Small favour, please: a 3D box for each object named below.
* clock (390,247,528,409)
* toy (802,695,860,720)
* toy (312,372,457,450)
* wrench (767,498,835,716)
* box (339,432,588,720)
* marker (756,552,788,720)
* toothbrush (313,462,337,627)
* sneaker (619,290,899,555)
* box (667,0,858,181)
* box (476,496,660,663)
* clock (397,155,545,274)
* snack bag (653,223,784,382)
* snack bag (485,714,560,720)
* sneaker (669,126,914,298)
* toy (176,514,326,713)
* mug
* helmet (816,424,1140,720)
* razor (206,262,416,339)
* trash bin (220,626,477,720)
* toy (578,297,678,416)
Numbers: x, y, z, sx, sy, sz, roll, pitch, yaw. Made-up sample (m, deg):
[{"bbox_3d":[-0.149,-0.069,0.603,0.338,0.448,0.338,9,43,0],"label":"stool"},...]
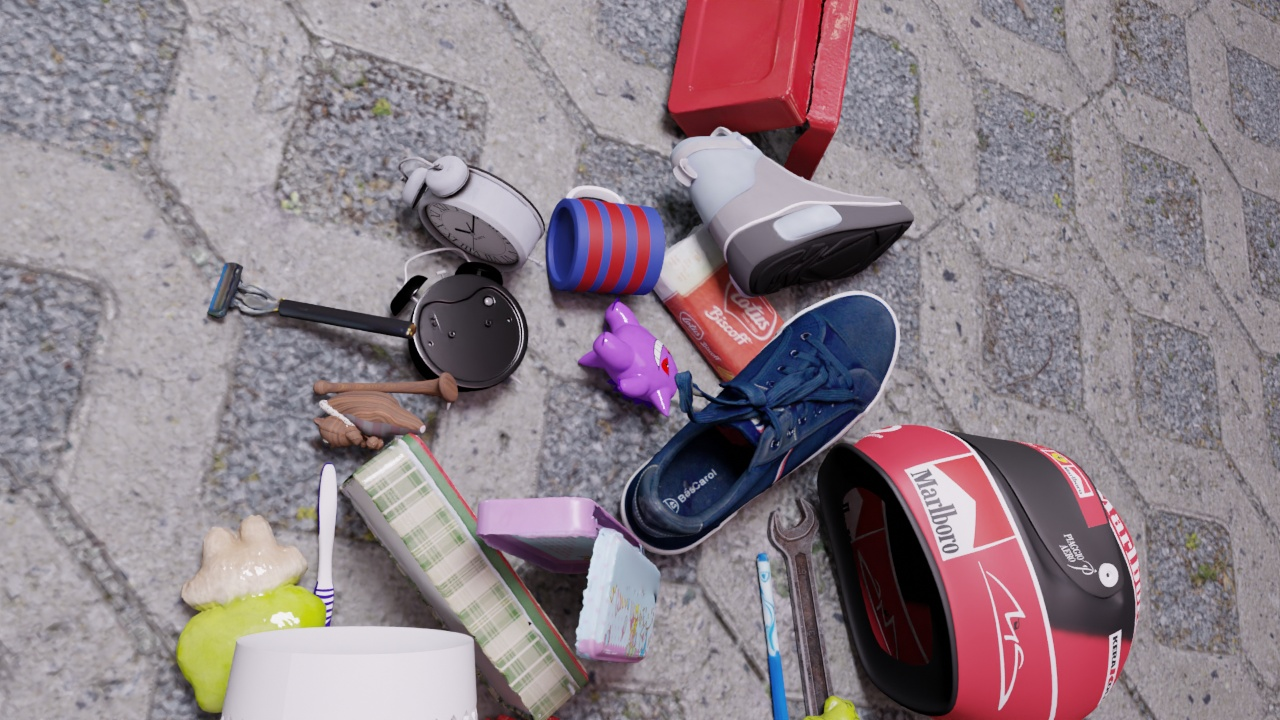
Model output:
[{"bbox_3d":[-0.139,-0.030,0.705,0.091,0.043,0.120,-20,86,-29],"label":"clock"},{"bbox_3d":[0.178,0.324,0.759,0.094,0.036,0.093,-23,81,-28],"label":"toy"},{"bbox_3d":[-0.184,0.036,0.650,0.102,0.041,0.054,0,74,4],"label":"toy"},{"bbox_3d":[0.149,0.256,0.789,0.070,0.010,0.273,-1,77,-26],"label":"wrench"},{"bbox_3d":[-0.124,0.148,0.626,0.049,0.118,0.205,-36,92,-24],"label":"box"},{"bbox_3d":[0.111,0.235,0.775,0.013,0.013,0.141,1,76,-26],"label":"marker"},{"bbox_3d":[-0.218,0.163,0.632,0.015,0.016,0.186,4,75,-24],"label":"toothbrush"},{"bbox_3d":[0.104,0.032,0.722,0.294,0.127,0.120,-40,81,-18],"label":"sneaker"},{"bbox_3d":[0.111,-0.277,0.858,0.165,0.152,0.157,14,71,-5],"label":"box"},{"bbox_3d":[-0.039,0.154,0.607,0.089,0.214,0.092,-3,71,8],"label":"box"},{"bbox_3d":[-0.131,-0.113,0.699,0.122,0.095,0.035,38,66,-31],"label":"clock"},{"bbox_3d":[0.097,-0.015,0.820,0.077,0.041,0.225,-40,97,-26],"label":"snack bag"},{"bbox_3d":[-0.040,0.317,0.640,0.176,0.082,0.082,49,62,-8],"label":"snack bag"},{"bbox_3d":[0.139,-0.150,0.843,0.256,0.093,0.160,-18,67,-47],"label":"sneaker"},{"bbox_3d":[-0.256,0.161,0.599,0.092,0.043,0.117,-14,76,-18],"label":"toy"},{"bbox_3d":[-0.035,-0.107,0.768,0.076,0.075,0.111,1,50,-26],"label":"mug"},{"bbox_3d":[0.295,0.174,0.772,0.224,0.198,0.271,-12,86,-18],"label":"helmet"},{"bbox_3d":[-0.233,-0.034,0.659,0.144,0.022,0.042,12,72,-2],"label":"razor"},{"bbox_3d":[-0.167,0.261,0.518,0.195,0.196,0.199,6,79,-25],"label":"trash bin"},{"bbox_3d":[-0.004,0.004,0.755,0.088,0.056,0.105,35,29,-11],"label":"toy"}]
